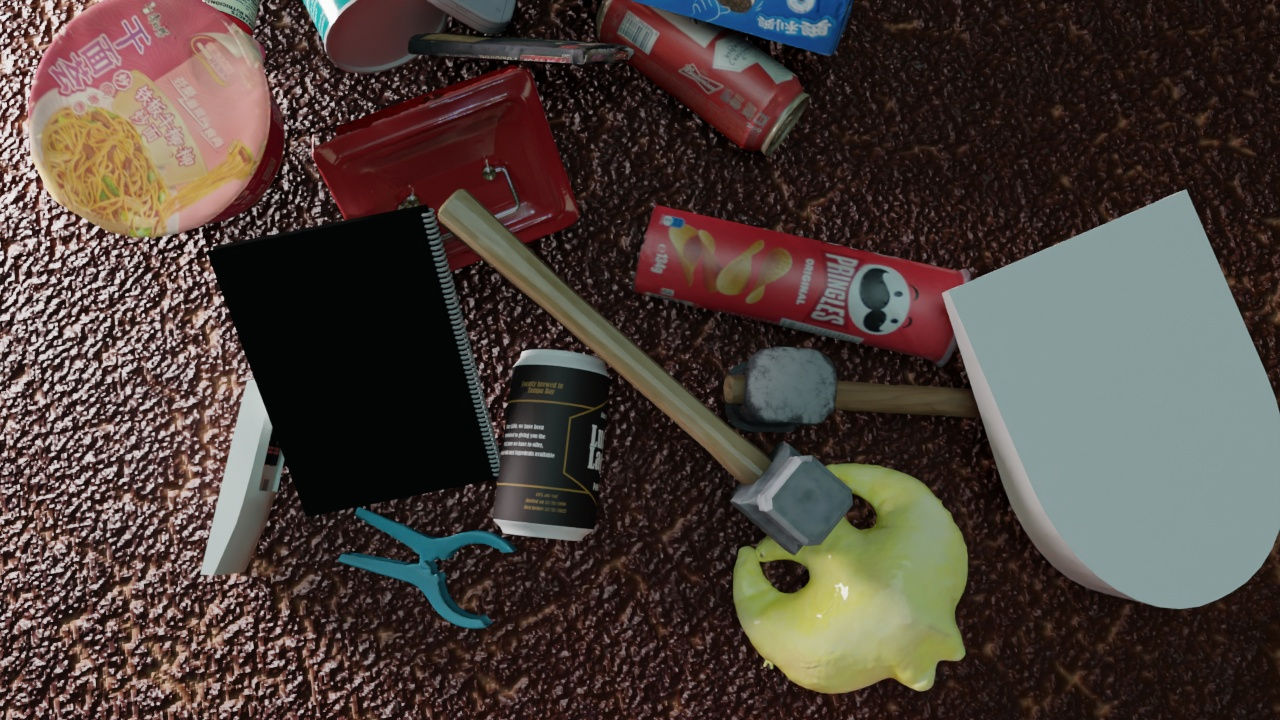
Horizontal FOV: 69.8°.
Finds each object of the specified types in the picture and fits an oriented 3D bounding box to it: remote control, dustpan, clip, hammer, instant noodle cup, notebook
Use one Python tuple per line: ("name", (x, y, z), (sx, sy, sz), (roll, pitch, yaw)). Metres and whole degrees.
("remote control", (-0.127, -0.311, 0.706), (0.074, 0.019, 0.150), (24, 51, -26))
("dustpan", (0.333, 0.040, 0.637), (0.191, 0.053, 0.257), (-23, 89, -10))
("clip", (-0.155, 0.165, 0.664), (0.130, 0.031, 0.121), (-2, 84, 1))
("hammer", (-0.004, 0.004, 0.603), (0.323, 0.117, 0.051), (41, 82, 1))
("instant noodle cup", (-0.350, -0.176, 0.693), (0.179, 0.077, 0.178), (0, 90, 3))
("remote control", (-0.280, 0.084, 0.667), (0.024, 0.049, 0.143), (9, 81, 3))
("hammer", (0.222, 0.030, 0.654), (0.328, 0.098, 0.052), (3, 82, -5))
("notebook", (-0.192, 0.006, 0.642), (0.149, 0.016, 0.207), (-11, 113, -1))

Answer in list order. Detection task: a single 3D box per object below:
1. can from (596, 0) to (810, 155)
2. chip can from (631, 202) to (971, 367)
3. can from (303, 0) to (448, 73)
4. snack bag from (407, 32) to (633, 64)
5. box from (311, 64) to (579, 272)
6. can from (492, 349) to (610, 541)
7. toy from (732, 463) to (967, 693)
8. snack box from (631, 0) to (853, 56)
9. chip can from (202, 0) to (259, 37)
("can", (0.046, -0.230, 0.707), (0.170, 0.067, 0.067), (39, 83, 7))
("chip can", (0.114, -0.057, 0.673), (0.233, 0.073, 0.073), (13, 80, 4))
("can", (-0.225, -0.314, 0.711), (0.099, 0.099, 0.144), (-28, 80, -4))
("snack bag", (-0.092, -0.234, 0.689), (0.155, 0.074, 0.018), (10, 112, 22))
("box", (-0.140, -0.142, 0.686), (0.157, 0.156, 0.147), (-20, 122, -5))
("can", (-0.063, 0.061, 0.655), (0.072, 0.072, 0.128), (6, 80, 2))
("toy", (0.151, 0.158, 0.637), (0.170, 0.064, 0.155), (-42, 63, -4))
("snack box", (0.054, -0.334, 0.691), (0.239, 0.056, 0.195), (17, 53, 4))
("chip can", (-0.326, -0.353, 0.745), (0.052, 0.052, 0.214), (5, 80, 2))
